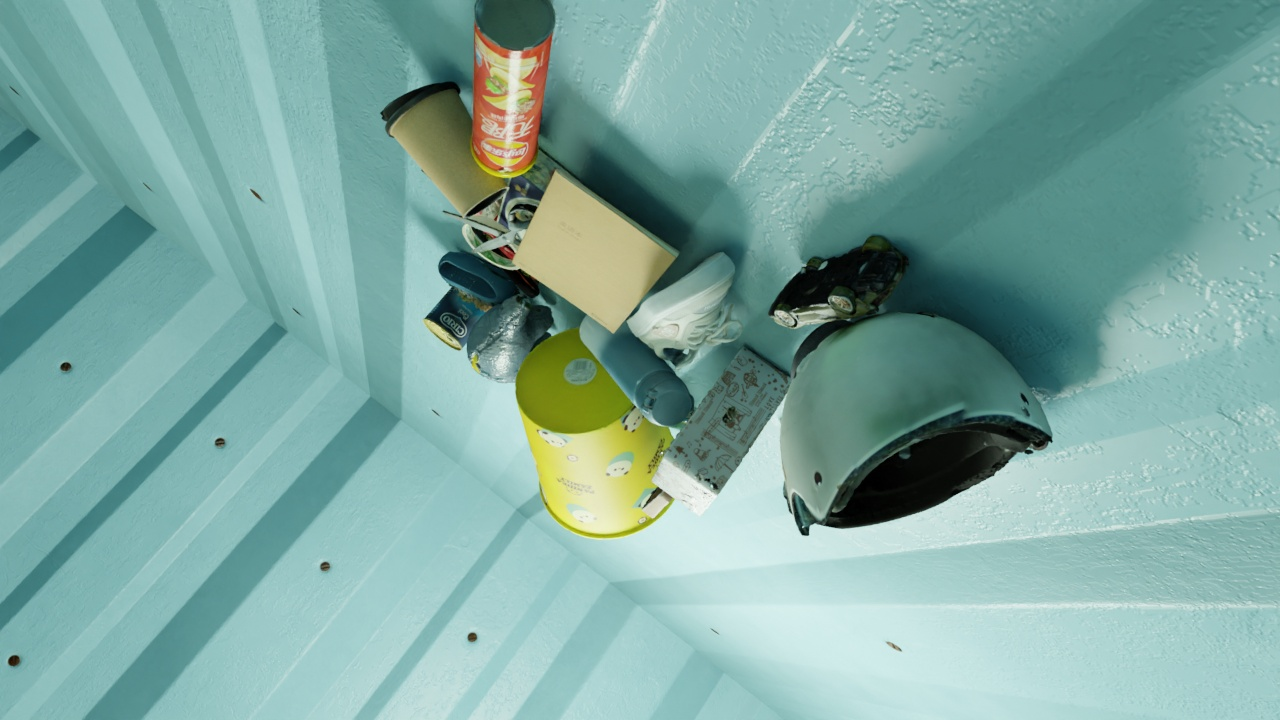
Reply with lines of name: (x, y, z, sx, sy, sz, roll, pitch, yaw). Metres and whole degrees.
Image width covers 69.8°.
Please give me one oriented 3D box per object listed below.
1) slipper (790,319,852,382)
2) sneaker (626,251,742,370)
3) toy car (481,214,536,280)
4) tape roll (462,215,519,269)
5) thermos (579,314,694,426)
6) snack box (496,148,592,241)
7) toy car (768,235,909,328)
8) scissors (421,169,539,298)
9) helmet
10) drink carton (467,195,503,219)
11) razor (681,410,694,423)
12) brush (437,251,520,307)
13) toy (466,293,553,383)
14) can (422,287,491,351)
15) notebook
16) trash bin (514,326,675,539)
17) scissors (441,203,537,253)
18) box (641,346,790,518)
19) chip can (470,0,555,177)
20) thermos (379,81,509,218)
slipper: (0.203, 0.050, 0.963, 0.083, 0.110, 0.268, 41, 162, 45)
sneaker: (0.053, -0.043, 0.997, 0.091, 0.089, 0.243, 54, 163, 0)
toy car: (-0.156, -0.152, 1.172, 0.106, 0.049, 0.031, 44, 158, -15)
tape roll: (-0.180, -0.145, 1.132, 0.086, 0.013, 0.086, 25, 156, 12)
thermos: (-0.007, 0.007, 1.137, 0.070, 0.070, 0.220, 55, 176, -39)
snack box: (-0.081, -0.143, 1.075, 0.182, 0.045, 0.178, 38, 159, -3)
toy car: (0.169, -0.063, 0.804, 0.042, 0.070, 0.158, 43, 162, -16)
scissors: (-0.203, -0.164, 1.218, 0.224, 0.022, 0.204, 46, -176, -46)
helmet: (0.218, 0.046, 0.797, 0.274, 0.230, 0.156, 40, -150, -69)
drink carton: (-0.203, -0.220, 1.100, 0.045, 0.053, 0.123, 24, 156, 25)
razor: (0.081, 0.116, 1.383, 0.043, 0.028, 0.133, -6, 140, 17)
brush: (-0.246, -0.126, 1.364, 0.144, 0.055, 0.073, 27, 160, 27)
toy: (-0.190, -0.023, 1.368, 0.357, 0.138, 0.091, 89, 167, -73)
can: (-0.276, -0.081, 1.435, 0.075, 0.111, 0.075, 33, 161, 12)
notebook: (-0.057, -0.113, 1.006, 0.149, 0.012, 0.212, 34, 153, -6)
trash bin: (-0.064, 0.100, 1.334, 0.230, 0.229, 0.256, 27, 152, 27)
scissors: (-0.155, -0.144, 1.073, 0.181, 0.014, 0.160, 28, 152, 2)
box: (0.086, 0.107, 1.149, 0.082, 0.176, 0.261, 36, 158, 6)
chip can: (-0.124, -0.258, 0.866, 0.073, 0.073, 0.217, 36, 159, 3)
thermos: (-0.208, -0.230, 0.995, 0.143, 0.092, 0.093, 56, 157, -5)
